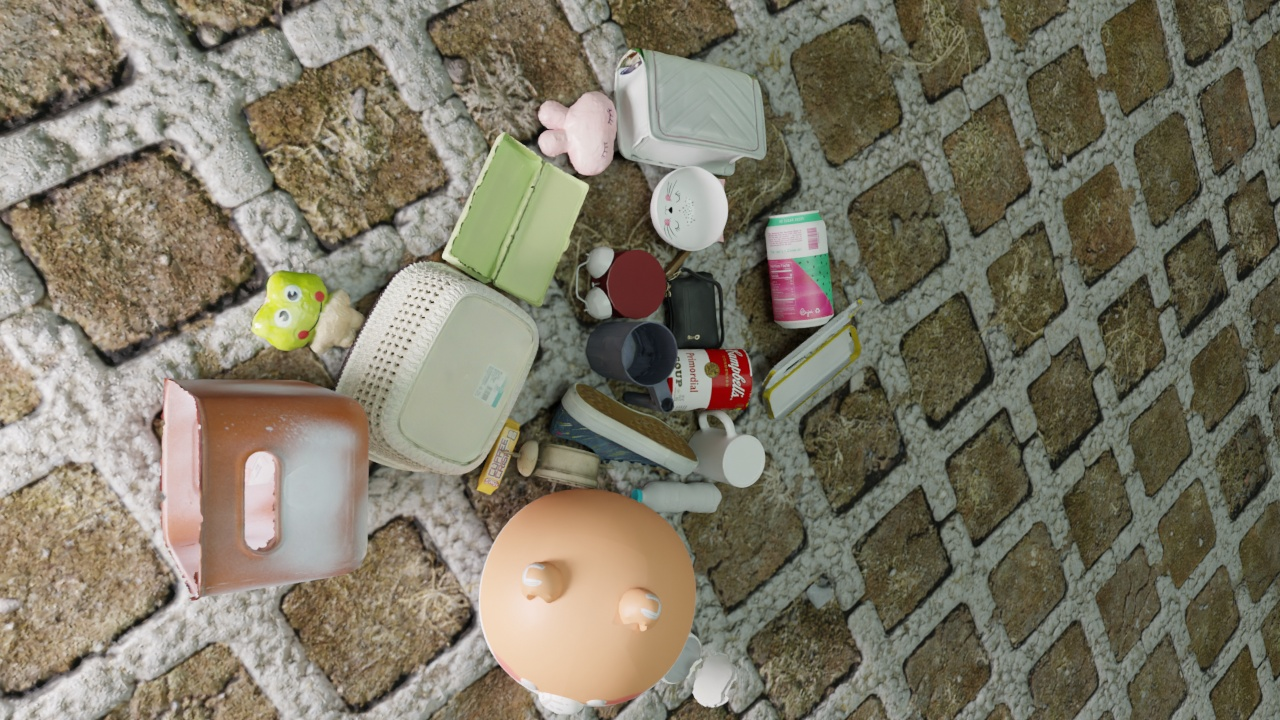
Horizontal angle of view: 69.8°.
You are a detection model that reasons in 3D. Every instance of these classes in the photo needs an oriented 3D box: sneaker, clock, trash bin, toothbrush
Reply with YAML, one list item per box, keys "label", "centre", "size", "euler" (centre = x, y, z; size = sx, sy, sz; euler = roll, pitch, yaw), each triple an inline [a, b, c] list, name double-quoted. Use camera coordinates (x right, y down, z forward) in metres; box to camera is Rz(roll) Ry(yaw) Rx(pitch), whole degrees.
- label: "sneaker"
  centre: [-0.021, 0.111, 1.234]
  size: [0.235, 0.087, 0.079]
  euler: [29, 111, -33]
- label: "clock"
  centre: [-0.112, 0.128, 1.173]
  size: [0.140, 0.093, 0.054]
  euler: [17, 78, -25]
- label: "trash bin"
  centre: [-0.377, 0.113, 0.912]
  size: [0.157, 0.260, 0.181]
  euler: [0, 93, -33]
- label: "clock"
  centre: [-0.026, -0.102, 1.226]
  size: [0.137, 0.048, 0.096]
  euler: [0, 94, -31]
- label: "toothbrush"
  centre: [0.083, -0.177, 1.305]
  size: [0.166, 0.016, 0.016]
  euler: [-50, 116, -19]

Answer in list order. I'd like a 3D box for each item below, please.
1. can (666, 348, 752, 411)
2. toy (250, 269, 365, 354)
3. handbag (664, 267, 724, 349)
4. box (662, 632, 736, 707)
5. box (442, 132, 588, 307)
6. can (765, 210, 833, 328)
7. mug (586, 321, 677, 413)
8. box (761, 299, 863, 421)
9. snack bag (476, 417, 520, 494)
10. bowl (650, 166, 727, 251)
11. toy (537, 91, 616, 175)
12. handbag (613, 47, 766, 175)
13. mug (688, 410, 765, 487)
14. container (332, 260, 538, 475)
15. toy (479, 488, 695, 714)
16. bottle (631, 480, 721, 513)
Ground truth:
- label: "can"
  centre: [0.084, 0.027, 1.262]
  size: [0.116, 0.087, 0.086]
  euler: [-1, 94, -12]
- label: "toy"
  centre: [-0.368, -0.049, 1.030]
  size: [0.117, 0.043, 0.092]
  euler: [23, 81, -32]
- label: "handbag"
  centre: [0.071, -0.067, 1.286]
  size: [0.079, 0.054, 0.128]
  euler: [-10, 101, -26]
- label: "box"
  centre: [0.050, 0.398, 1.247]
  size: [0.084, 0.165, 0.094]
  euler: [-51, 127, -12]
- label: "box"
  centre: [-0.150, -0.173, 1.136]
  size: [0.138, 0.030, 0.186]
  euler: [28, 67, -25]
- label: "can"
  centre: [0.234, -0.135, 1.356]
  size: [0.088, 0.088, 0.166]
  euler: [-12, 100, -30]
- label: "mug"
  centre: [-0.007, 0.007, 1.214]
  size: [0.083, 0.104, 0.124]
  euler: [-28, 108, -27]
- label: "box"
  centre: [0.265, -0.003, 1.401]
  size: [0.209, 0.045, 0.128]
  euler: [-36, 142, -24]
- label: "snack bag"
  centre: [-0.180, 0.122, 1.169]
  size: [0.026, 0.020, 0.099]
  euler: [26, 80, -29]
- label: "bowl"
  centre: [0.059, -0.208, 1.266]
  size: [0.114, 0.051, 0.115]
  euler: [-3, 97, -28]
- label: "toy"
  centre: [-0.081, -0.294, 1.181]
  size: [0.105, 0.053, 0.108]
  euler: [2, 94, -16]
- label: "handbag"
  centre: [0.065, -0.335, 1.239]
  size: [0.198, 0.096, 0.142]
  euler: [3, 78, -30]
- label: "mug"
  centre: [0.116, 0.120, 1.304]
  size: [0.073, 0.091, 0.110]
  euler: [-25, 106, -27]
- label: "container"
  centre: [-0.229, 0.014, 1.060]
  size: [0.184, 0.143, 0.251]
  euler: [33, 77, -37]
- label: "toy"
  centre: [-0.063, 0.284, 1.098]
  size: [0.263, 0.281, 0.265]
  euler: [15, 73, 0]
- label: "bottle"
  centre: [0.050, 0.193, 1.298]
  size: [0.136, 0.044, 0.044]
  euler: [6, 91, -31]
